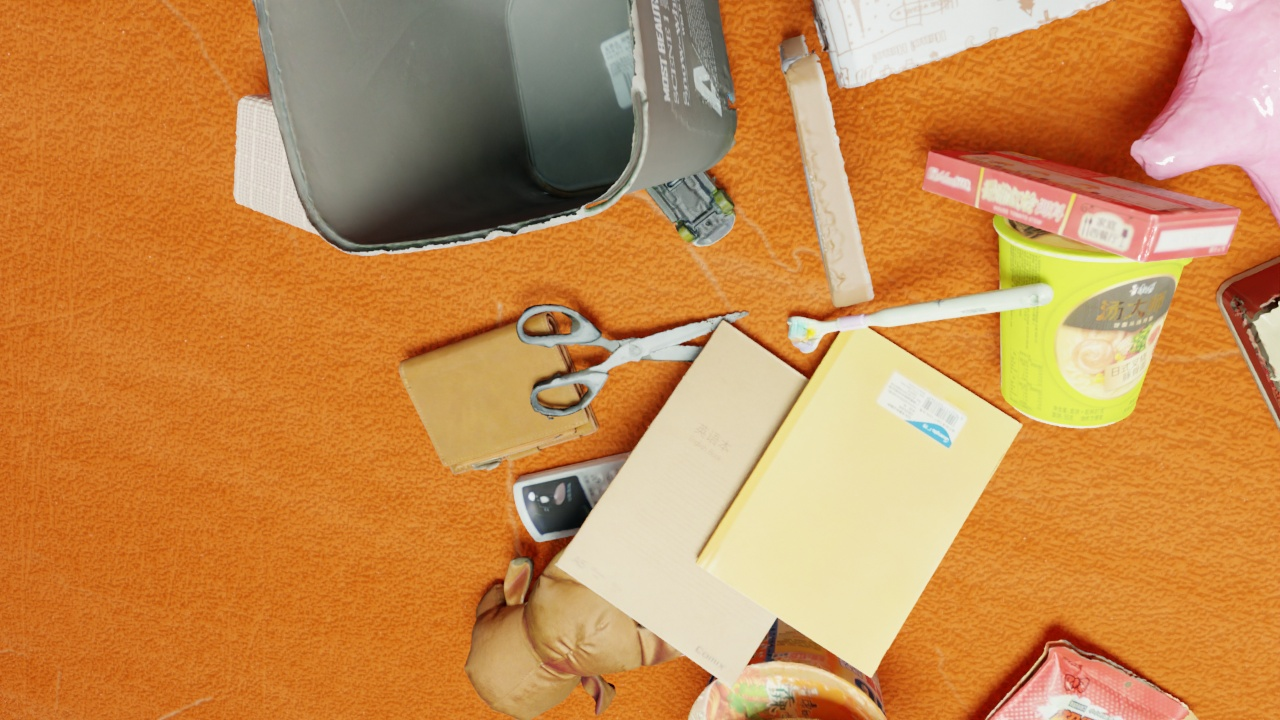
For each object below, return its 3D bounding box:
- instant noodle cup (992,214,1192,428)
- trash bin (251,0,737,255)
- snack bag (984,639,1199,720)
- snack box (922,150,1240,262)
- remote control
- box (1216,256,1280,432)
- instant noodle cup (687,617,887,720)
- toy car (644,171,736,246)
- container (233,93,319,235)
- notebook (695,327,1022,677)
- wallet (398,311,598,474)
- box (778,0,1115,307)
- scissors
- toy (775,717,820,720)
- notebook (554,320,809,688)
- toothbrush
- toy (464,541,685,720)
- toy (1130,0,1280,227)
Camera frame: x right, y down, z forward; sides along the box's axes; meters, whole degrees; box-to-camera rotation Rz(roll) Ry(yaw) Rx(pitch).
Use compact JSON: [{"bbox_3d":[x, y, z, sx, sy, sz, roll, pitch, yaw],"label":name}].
[{"bbox_3d":[0.273,-0.028,0.569,0.112,0.111,0.123,1,119,13],"label":"instant noodle cup"},{"bbox_3d":[-0.054,-0.170,0.504,0.199,0.219,0.199,-6,98,25],"label":"trash bin"},{"bbox_3d":[0.310,0.314,0.713,0.128,0.073,0.208,32,109,-4],"label":"snack bag"},{"bbox_3d":[0.240,-0.091,0.517,0.075,0.153,0.025,-8,116,-28],"label":"snack box"},{"bbox_3d":[-0.029,0.107,0.737,0.150,0.021,0.058,-15,106,18],"label":"remote control"},{"bbox_3d":[0.435,0.015,0.555,0.091,0.077,0.168,-28,102,23],"label":"box"},{"bbox_3d":[0.119,0.261,0.709,0.151,0.111,0.151,5,112,12],"label":"instant noodle cup"},{"bbox_3d":[0.029,-0.120,0.627,0.042,0.035,0.090,-36,98,24],"label":"toy car"},{"bbox_3d":[-0.219,-0.140,0.654,0.111,0.089,0.090,18,114,10],"label":"container"},{"bbox_3d":[0.153,0.093,0.639,0.146,0.010,0.206,32,86,1],"label":"notebook"},{"bbox_3d":[-0.111,0.029,0.720,0.132,0.031,0.108,-18,106,15],"label":"wallet"},{"bbox_3d":[0.159,-0.161,0.500,0.158,0.180,0.205,-12,110,12],"label":"box"},{"bbox_3d":[-0.011,-0.009,0.675,0.165,0.014,0.163,38,106,-9],"label":"scissors"},{"bbox_3d":[0.092,0.336,0.639,0.143,0.082,0.226,41,117,5],"label":"toy"},{"bbox_3d":[0.060,0.099,0.649,0.149,0.012,0.211,35,83,0],"label":"notebook"},{"bbox_3d":[0.170,-0.028,0.585,0.190,0.020,0.029,-9,114,50],"label":"toothbrush"},{"bbox_3d":[-0.053,0.210,0.733,0.140,0.130,0.200,40,135,-5],"label":"toy"},{"bbox_3d":[0.359,-0.141,0.503,0.194,0.074,0.178,-13,101,-4],"label":"toy"}]
